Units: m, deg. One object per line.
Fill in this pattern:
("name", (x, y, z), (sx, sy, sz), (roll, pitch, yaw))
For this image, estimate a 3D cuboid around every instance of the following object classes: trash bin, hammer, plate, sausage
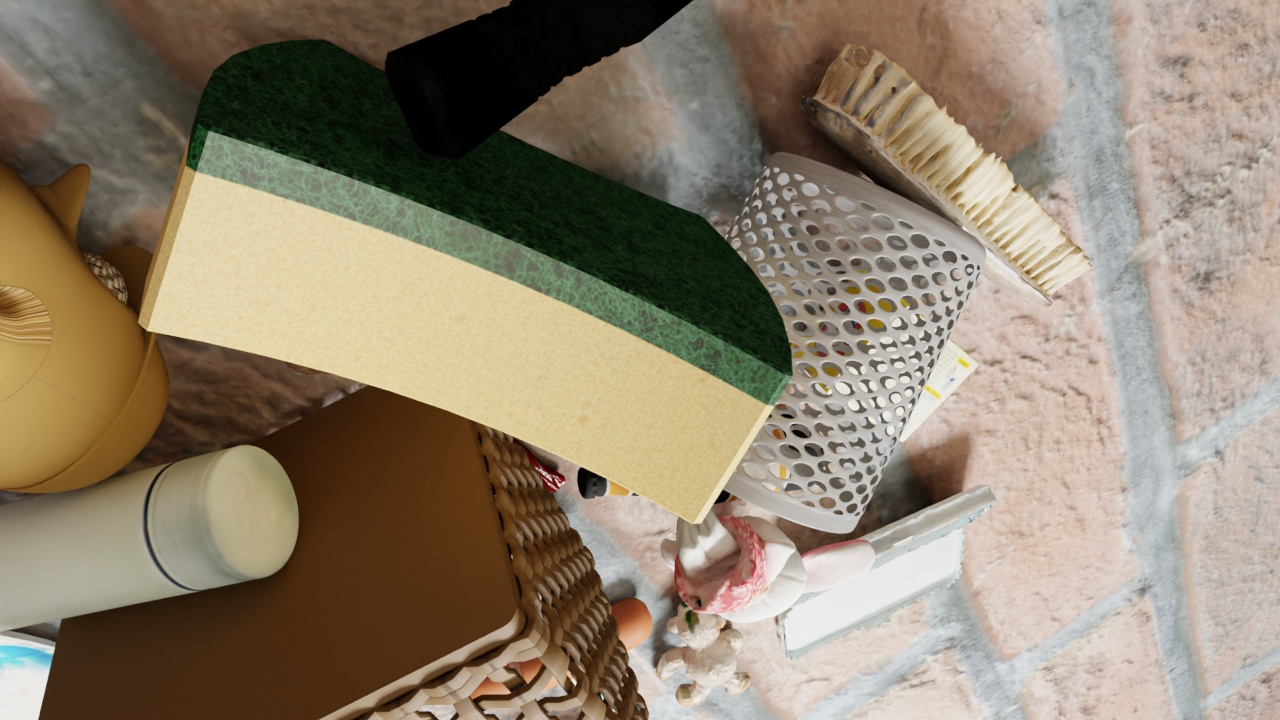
("trash bin", (0.103, -0.015, 0.562), (0.156, 0.156, 0.183), (20, 101, -34))
("hammer", (0.029, -0.187, 0.413), (0.327, 0.039, 0.131), (-40, 130, -26))
("plate", (-0.456, 0.223, 0.563), (0.187, 0.016, 0.187), (29, 107, -37))
("sausage", (-0.067, 0.239, 0.745), (0.164, 0.039, 0.044), (-20, 126, -12))

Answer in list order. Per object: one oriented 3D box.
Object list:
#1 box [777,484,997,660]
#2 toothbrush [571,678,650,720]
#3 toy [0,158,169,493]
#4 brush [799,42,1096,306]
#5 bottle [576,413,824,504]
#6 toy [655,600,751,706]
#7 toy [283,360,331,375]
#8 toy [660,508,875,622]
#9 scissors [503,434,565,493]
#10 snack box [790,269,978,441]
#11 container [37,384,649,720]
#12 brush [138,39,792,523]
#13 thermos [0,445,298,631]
("box", (0.221, 0.194, 0.850), (0.209, 0.061, 0.193), (-22, 148, -9))
("toothbrush", (-0.036, 0.297, 0.815), (0.155, 0.016, 0.022), (44, 59, -39))
("toy", (-0.291, -0.021, 0.397), (0.162, 0.199, 0.203), (-56, 148, -18))
("brush", (0.207, -0.110, 0.602), (0.271, 0.083, 0.057), (27, 108, -36))
("bottle", (0.042, 0.077, 0.670), (0.181, 0.059, 0.059), (-6, 124, -22))
("toy", (0.047, 0.247, 0.795), (0.085, 0.074, 0.106), (-15, 124, 0))
("toy", (-0.185, -0.033, 0.499), (0.054, 0.041, 0.102), (-32, 135, -14))
("toy", (0.076, 0.152, 0.685), (0.159, 0.084, 0.194), (-15, 154, 26))
("scissors", (-0.105, 0.034, 0.600), (0.187, 0.015, 0.147), (7, 120, -27))
("snack box", (0.178, -0.003, 0.677), (0.105, 0.061, 0.084), (30, 107, -37))
("container", (-0.155, 0.178, 0.532), (0.251, 0.219, 0.214), (-27, 130, -1))
("brush", (-0.066, -0.045, 0.410), (0.250, 0.194, 0.075), (22, 112, -17))
("thermos", (-0.290, 0.098, 0.469), (0.230, 0.067, 0.068), (-14, 131, 13))
